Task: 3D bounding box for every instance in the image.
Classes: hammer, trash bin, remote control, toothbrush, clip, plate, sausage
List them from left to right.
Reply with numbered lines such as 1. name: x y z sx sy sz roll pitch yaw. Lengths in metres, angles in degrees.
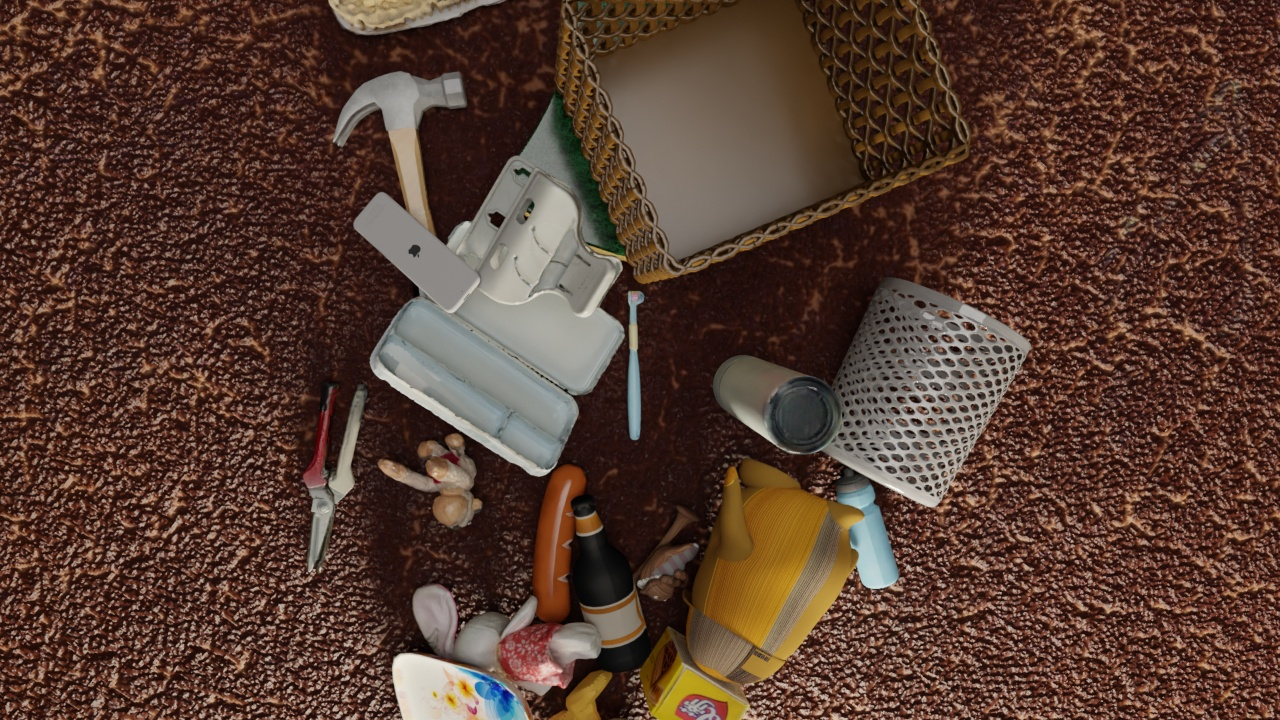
1. remote control: -0.210 -0.102 0.857 0.146 0.008 0.045 40 90 20
2. hammer: -0.214 -0.116 0.909 0.131 0.039 0.328 -10 95 -4
3. plate: -0.162 0.371 0.895 0.187 0.016 0.187 1 109 35
4. clip: -0.089 -0.100 0.844 0.144 0.074 0.125 34 105 2
5. sausage: -0.085 0.187 0.941 0.044 0.039 0.164 7 93 -14
6. toothbrush: -0.006 0.006 0.950 0.022 0.016 0.155 -3 94 -44
7. trash bin: 0.270 0.034 0.915 0.156 0.156 0.183 26 93 -7

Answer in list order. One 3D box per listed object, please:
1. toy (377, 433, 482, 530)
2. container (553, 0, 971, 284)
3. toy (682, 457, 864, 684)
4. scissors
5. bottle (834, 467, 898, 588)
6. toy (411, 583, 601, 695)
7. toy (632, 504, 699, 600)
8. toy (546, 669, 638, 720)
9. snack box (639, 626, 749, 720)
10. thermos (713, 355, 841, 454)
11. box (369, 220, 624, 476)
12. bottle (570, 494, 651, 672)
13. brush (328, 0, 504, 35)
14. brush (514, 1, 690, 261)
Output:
1. toy: -0.200 0.127 0.916 0.085 0.074 0.106 -9 118 25
2. container: 0.083 -0.212 0.768 0.251 0.214 0.219 -23 96 -5
3. toy: 0.116 0.218 0.911 0.198 0.163 0.203 35 78 -30
4. scissors: -0.318 0.114 0.923 0.146 0.015 0.188 44 88 -8
5. bottle: 0.238 0.175 0.975 0.040 0.040 0.130 -18 95 -5
6. toy: -0.135 0.289 0.911 0.195 0.084 0.159 -14 97 20
7. toy: 0.029 0.206 0.950 0.102 0.055 0.041 -51 137 4
8. toy: 0.003 0.446 0.903 0.267 0.140 0.247 49 125 7
9. snack box: 0.052 0.333 0.932 0.083 0.106 0.061 33 90 -7
10. thermos: 0.120 0.036 0.858 0.068 0.230 0.068 -1 94 -7
11. box: -0.134 -0.012 0.897 0.209 0.061 0.192 34 65 -20
12. bottle: -0.037 0.221 0.925 0.059 0.059 0.182 -15 104 -5
13. brush: -0.170 -0.384 0.886 0.271 0.056 0.083 -18 96 -5
14. brush: -0.011 -0.230 0.904 0.195 0.075 0.250 22 91 -7
